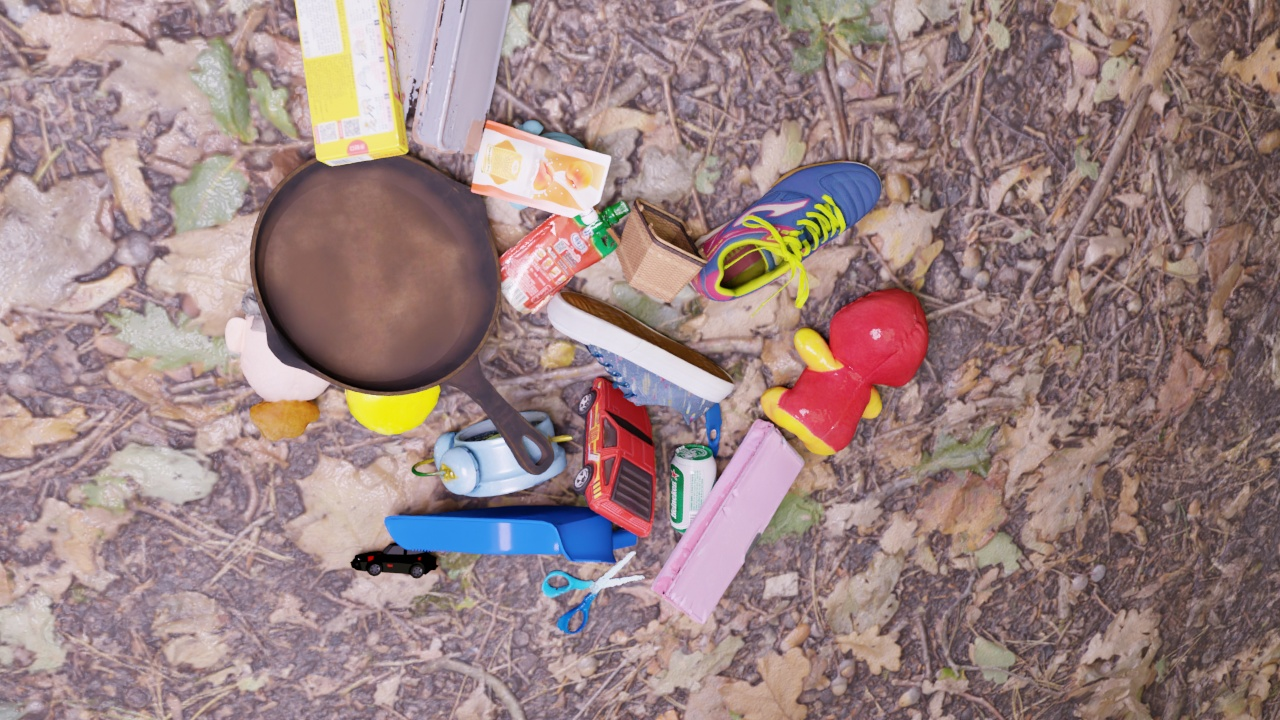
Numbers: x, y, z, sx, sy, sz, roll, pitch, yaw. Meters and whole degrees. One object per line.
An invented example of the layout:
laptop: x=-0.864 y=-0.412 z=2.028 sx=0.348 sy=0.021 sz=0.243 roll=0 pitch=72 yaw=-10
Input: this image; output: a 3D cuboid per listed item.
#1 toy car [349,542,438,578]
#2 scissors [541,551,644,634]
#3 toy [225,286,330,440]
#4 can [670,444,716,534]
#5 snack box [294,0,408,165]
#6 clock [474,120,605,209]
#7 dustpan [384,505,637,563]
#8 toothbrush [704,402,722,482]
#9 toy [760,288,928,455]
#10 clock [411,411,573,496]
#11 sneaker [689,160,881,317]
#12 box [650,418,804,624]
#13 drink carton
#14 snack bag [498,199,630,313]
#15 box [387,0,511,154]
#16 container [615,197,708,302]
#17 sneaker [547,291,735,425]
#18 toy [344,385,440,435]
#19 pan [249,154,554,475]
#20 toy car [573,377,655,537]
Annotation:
toy car: x=-0.265 y=0.214 z=0.991 sx=0.091 sy=0.042 sz=0.036 roll=8 pitch=80 yaw=-20
scissors: x=-0.052 y=0.280 z=1.101 sx=0.133 sy=0.015 sz=0.103 roll=-9 pitch=108 yaw=-19
toy: x=-0.328 y=-0.008 z=0.873 sx=0.132 sy=0.076 sz=0.176 roll=11 pitch=102 yaw=-35
can: x=0.061 y=0.153 z=1.068 sx=0.053 sy=0.053 sz=0.101 roll=-6 pitch=111 yaw=-16
snack box: x=-0.251 y=-0.250 z=0.797 sx=0.075 sy=0.025 sz=0.152 roll=-8 pitch=89 yaw=5
clock: x=-0.102 y=-0.190 z=0.905 sx=0.123 sy=0.042 sz=0.087 roll=9 pitch=105 yaw=-15
dustpan: x=-0.093 y=0.183 z=0.980 sx=0.257 sy=0.246 sz=0.059 roll=2 pitch=84 yaw=-52
toothbrush: x=0.085 y=0.096 z=1.076 sx=0.021 sy=0.016 sz=0.132 roll=-10 pitch=112 yaw=-20
toy: x=0.248 y=0.010 z=1.059 sx=0.147 sy=0.098 sz=0.216 roll=35 pitch=100 yaw=-33
clock: x=-0.153 y=0.100 z=0.946 sx=0.161 sy=0.118 sz=0.060 roll=-15 pitch=101 yaw=-20
sneaker: x=0.167 y=-0.131 z=0.981 sx=0.241 sy=0.091 sz=0.116 roll=-31 pitch=113 yaw=-6
box: x=0.104 y=0.185 z=1.049 sx=0.232 sy=0.046 sz=0.098 roll=-54 pitch=137 yaw=-15
drink carton: x=-0.093 y=-0.176 z=0.868 sx=0.122 sy=0.039 sz=0.069 roll=14 pitch=104 yaw=-10
snack bag: x=-0.075 y=-0.111 z=0.925 sx=0.155 sy=0.044 sz=0.087 roll=-36 pitch=138 yaw=5
box: x=-0.172 y=-0.300 z=0.829 sx=0.107 sy=0.095 sz=0.216 roll=1 pitch=111 yaw=-42
container: x=0.017 y=-0.110 z=0.934 sx=0.063 sy=0.114 sz=0.061 roll=23 pitch=113 yaw=-24
sneaker: x=-0.006 y=0.006 z=0.979 sx=0.235 sy=0.087 sz=0.079 roll=27 pitch=105 yaw=-29
toy: x=-0.251 y=0.030 z=0.930 sx=0.094 sy=0.041 sz=0.095 roll=3 pitch=107 yaw=-24
pan: x=-0.204 y=-0.029 z=0.861 sx=0.248 sy=0.043 sz=0.356 roll=-46 pitch=107 yaw=-29
toy car: x=-0.022 y=0.096 z=0.954 sx=0.081 sy=0.189 sz=0.056 roll=36 pitch=119 yaw=-27
